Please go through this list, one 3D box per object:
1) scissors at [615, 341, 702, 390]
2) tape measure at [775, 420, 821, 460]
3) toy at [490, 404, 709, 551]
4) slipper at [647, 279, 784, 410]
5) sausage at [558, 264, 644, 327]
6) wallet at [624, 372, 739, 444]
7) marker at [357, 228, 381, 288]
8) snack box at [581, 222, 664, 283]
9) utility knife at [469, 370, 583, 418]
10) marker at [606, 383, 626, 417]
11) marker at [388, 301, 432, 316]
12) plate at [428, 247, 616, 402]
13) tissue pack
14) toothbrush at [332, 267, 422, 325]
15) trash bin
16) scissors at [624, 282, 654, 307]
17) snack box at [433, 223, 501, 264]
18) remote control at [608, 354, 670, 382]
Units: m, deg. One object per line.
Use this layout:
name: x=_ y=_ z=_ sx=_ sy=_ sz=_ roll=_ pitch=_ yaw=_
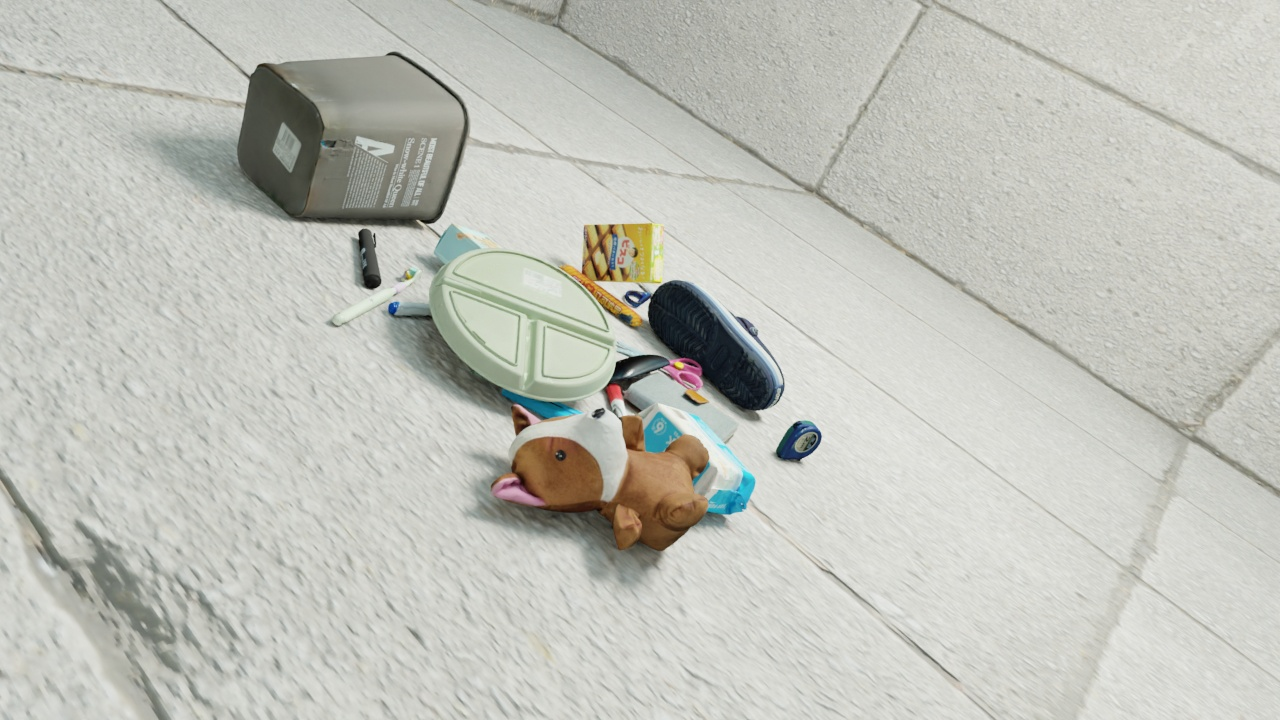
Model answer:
scissors: x=0.025 y=0.008 z=1.250 sx=0.137 sy=0.017 sz=0.076 roll=17 pitch=34 yaw=-16
tape measure: x=0.208 y=0.103 z=1.198 sx=0.054 sy=0.058 sz=0.025 roll=8 pitch=31 yaw=-36
toy: x=-0.034 y=0.103 z=0.857 sx=0.199 sy=0.131 sz=0.140 roll=16 pitch=30 yaw=-5
slipper: x=0.118 y=-0.031 z=1.313 sx=0.095 sy=0.105 sz=0.253 roll=-11 pitch=47 yaw=-46
sausage: x=-0.059 y=-0.096 z=1.358 sx=0.165 sy=0.021 sz=0.021 roll=36 pitch=24 yaw=18
wallet: x=0.056 y=0.061 z=1.142 sx=0.130 sy=0.037 sz=0.106 roll=34 pitch=24 yaw=13
marker: x=-0.329 y=-0.125 z=1.114 sx=0.022 sy=0.020 sz=0.132 roll=7 pitch=29 yaw=-24
snack box: x=-0.028 y=-0.160 z=1.369 sx=0.141 sy=0.087 sz=0.033 roll=6 pitch=5 yaw=38
utility knife: x=-0.102 y=0.051 z=1.006 sx=0.185 sy=0.018 sz=0.034 roll=26 pitch=24 yaw=-4
marker: x=-0.021 y=0.070 z=1.057 sx=0.017 sy=0.017 sz=0.145 roll=20 pitch=25 yaw=-21
marker: x=-0.234 y=-0.059 z=1.087 sx=0.145 sy=0.017 sz=0.017 roll=0 pitch=36 yaw=-49
plate: x=-0.126 y=-0.048 z=1.039 sx=0.230 sy=0.028 sz=0.229 roll=23 pitch=38 yaw=-19
tissue pack: x=0.054 y=0.108 z=0.994 sx=0.140 sy=0.063 sz=0.090 roll=46 pitch=15 yaw=34
toothbrush: x=-0.298 y=-0.074 z=1.043 sx=0.020 sy=0.029 sz=0.189 roll=67 pitch=20 yaw=-15
trash bin: x=-0.376 y=-0.287 z=1.196 sx=0.198 sy=0.199 sz=0.219 roll=38 pitch=31 yaw=22
scissors: x=0.024 y=-0.101 z=1.476 sx=0.176 sy=0.012 sz=0.162 roll=40 pitch=26 yaw=28
snack box: x=-0.183 y=-0.107 z=1.185 sx=0.175 sy=0.052 sz=0.074 roll=39 pitch=12 yaw=25
remote control: x=-0.007 y=0.007 z=1.171 sx=0.053 sy=0.024 sz=0.136 roll=-4 pitch=6 yaw=29
